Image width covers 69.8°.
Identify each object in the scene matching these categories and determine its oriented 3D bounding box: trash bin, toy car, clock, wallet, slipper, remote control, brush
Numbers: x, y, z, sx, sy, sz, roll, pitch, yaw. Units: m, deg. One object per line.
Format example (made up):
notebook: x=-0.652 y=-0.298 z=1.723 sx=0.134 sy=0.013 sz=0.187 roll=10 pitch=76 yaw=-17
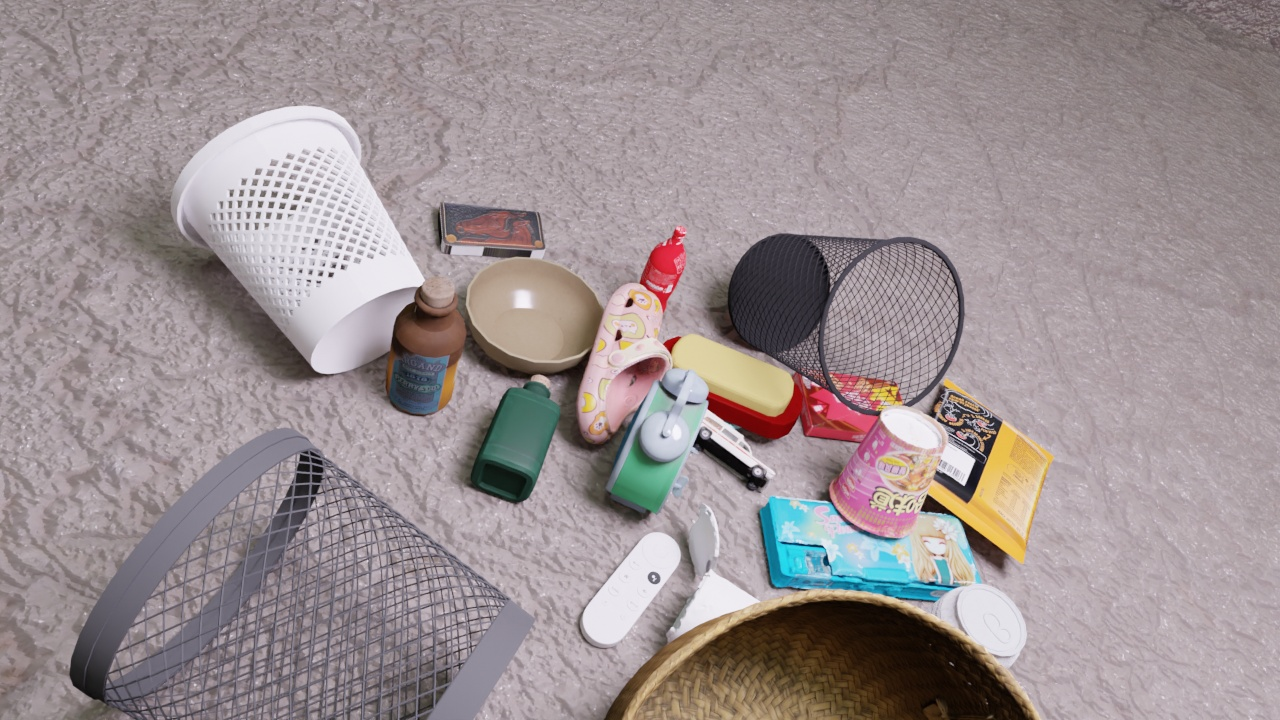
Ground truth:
trash bin: x=-0.221 y=0.201 z=0.652 sx=0.227 sy=0.218 sz=0.217 roll=33 pitch=47 yaw=2
trash bin: x=-0.316 y=-0.106 z=0.903 sx=0.195 sy=0.196 sz=0.199 roll=-28 pitch=75 yaw=-37
toy car: x=0.095 y=0.093 z=0.980 sx=0.113 sy=0.039 sz=0.039 roll=35 pitch=59 yaw=10
clock: x=0.025 y=0.073 z=0.886 sx=0.075 sy=0.162 sz=0.121 roll=25 pitch=48 yaw=1
wallet: x=-0.178 y=-0.155 z=1.098 sx=0.123 sy=0.020 sz=0.072 roll=2 pitch=55 yaw=-20
slipper: x=-0.006 y=0.006 z=0.973 sx=0.082 sy=0.093 sz=0.196 roll=6 pitch=53 yaw=19
remote control: x=-0.008 y=0.212 z=0.857 sx=0.043 sy=0.013 sz=0.136 roll=36 pitch=48 yaw=10
trash bin: x=0.211 y=-0.057 z=1.015 sx=0.183 sy=0.184 sz=0.210 roll=-5 pitch=16 yaw=-25
brush: x=0.098 y=0.023 z=1.024 sx=0.173 sy=0.042 sz=0.082 roll=23 pitch=42 yaw=7

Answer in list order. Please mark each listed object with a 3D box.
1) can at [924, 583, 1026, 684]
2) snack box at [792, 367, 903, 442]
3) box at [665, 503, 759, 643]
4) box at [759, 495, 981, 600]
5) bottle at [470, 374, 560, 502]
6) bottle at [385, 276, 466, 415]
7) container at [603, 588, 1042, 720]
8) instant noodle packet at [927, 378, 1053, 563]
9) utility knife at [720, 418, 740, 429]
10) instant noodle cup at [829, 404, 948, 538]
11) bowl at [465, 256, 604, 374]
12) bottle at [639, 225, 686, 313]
can: x=0.284 y=0.265 z=0.841 sx=0.078 sy=0.136 sz=0.078 roll=11 pitch=49 yaw=-13
snack box: x=0.250 y=0.056 z=1.085 sx=0.133 sy=0.021 sz=0.089 roll=8 pitch=49 yaw=-15
box: x=0.082 y=0.219 z=0.845 sx=0.140 sy=0.084 sz=0.141 roll=30 pitch=53 yaw=6
box: x=0.239 y=0.195 z=0.949 sx=0.226 sy=0.041 sz=0.094 roll=8 pitch=48 yaw=-15
bottle: x=-0.116 y=0.067 z=0.904 sx=0.061 sy=0.061 sz=0.131 roll=22 pitch=47 yaw=-6
bottle: x=-0.203 y=-0.018 z=0.877 sx=0.068 sy=0.157 sz=0.067 roll=11 pitch=49 yaw=-13
container: x=0.116 y=0.319 z=0.653 sx=0.307 sy=0.197 sz=0.306 roll=4 pitch=70 yaw=-10
instant noodle packet: x=0.396 y=0.119 z=1.067 sx=0.160 sy=0.032 sz=0.220 roll=38 pitch=41 yaw=9
utility knife: x=0.131 y=0.063 z=1.039 sx=0.126 sy=0.015 sz=0.022 roll=-11 pitch=49 yaw=-32
instant noodle cup: x=0.258 y=0.108 z=0.939 sx=0.097 sy=0.109 sz=0.097 roll=12 pitch=32 yaw=-8
bowl: x=-0.118 y=-0.041 z=1.003 sx=0.152 sy=0.051 sz=0.152 roll=11 pitch=49 yaw=-13
bottle: x=0.024 y=-0.098 z=1.043 sx=0.042 sy=0.142 sz=0.041 roll=11 pitch=49 yaw=-13
